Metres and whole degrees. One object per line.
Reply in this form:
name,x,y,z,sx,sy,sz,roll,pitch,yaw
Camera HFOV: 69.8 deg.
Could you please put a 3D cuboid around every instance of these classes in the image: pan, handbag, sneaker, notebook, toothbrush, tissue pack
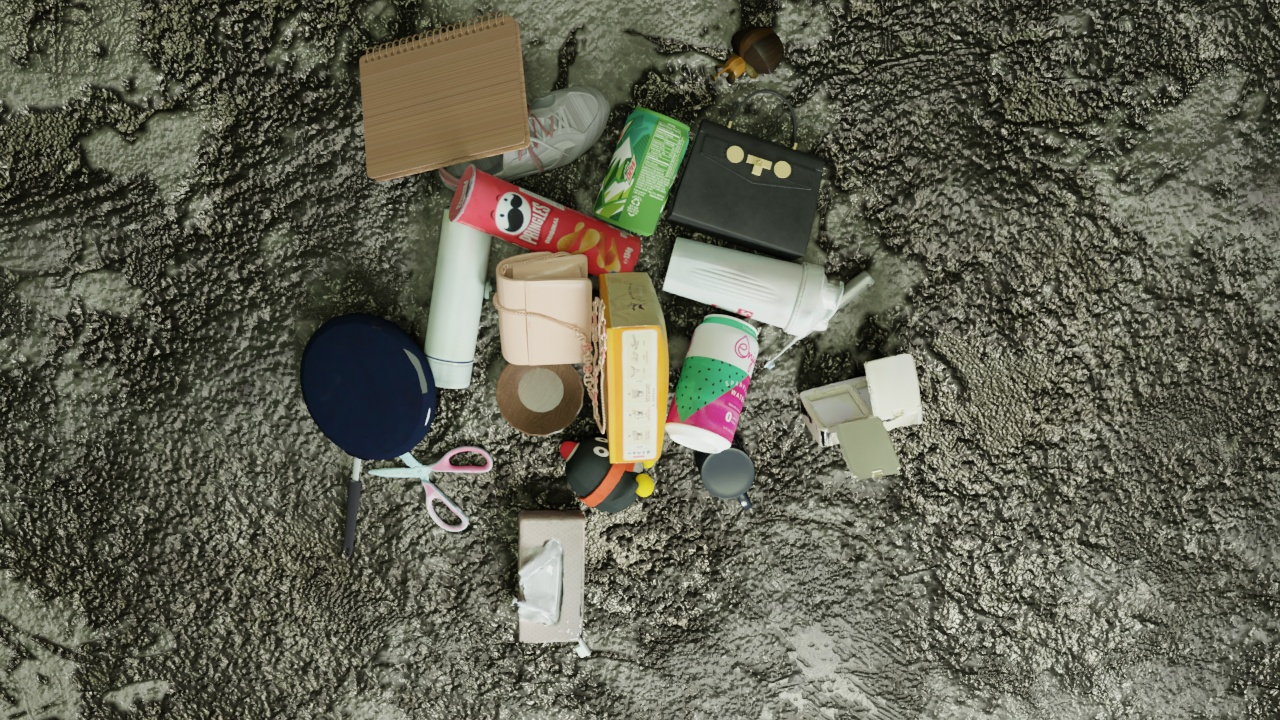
pan,-0.374,0.110,1.219,0.199,0.021,0.357,17,110,13
handbag,-0.111,-0.027,1.098,0.116,0.187,0.199,-6,140,-10
sneaker,-0.147,-0.274,1.135,0.236,0.089,0.099,-25,101,3
notebook,-0.239,-0.318,1.102,0.211,0.022,0.169,-9,82,17
toothbrush,-0.126,0.348,1.305,0.017,0.012,0.187,-30,101,7
tissue pack,-0.127,0.300,1.259,0.104,0.071,0.181,1,100,-11
toothbrush,0.236,-0.053,1.231,0.186,0.022,0.024,-41,84,5
handbag,0.146,-0.250,1.176,0.175,0.072,0.195,17,90,-6

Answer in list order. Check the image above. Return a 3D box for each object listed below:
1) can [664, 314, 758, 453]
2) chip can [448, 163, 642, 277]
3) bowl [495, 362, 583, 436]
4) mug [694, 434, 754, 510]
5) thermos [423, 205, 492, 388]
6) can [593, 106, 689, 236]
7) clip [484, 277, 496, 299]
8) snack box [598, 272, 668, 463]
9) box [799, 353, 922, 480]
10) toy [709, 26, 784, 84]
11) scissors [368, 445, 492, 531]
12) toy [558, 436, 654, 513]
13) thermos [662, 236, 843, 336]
can,0.094,0.030,1.184,0.088,0.088,0.165,20,75,-6
chip can,-0.115,-0.164,1.137,0.232,0.073,0.073,20,101,-25
bowl,-0.134,0.042,1.231,0.118,0.030,0.118,0,101,-2
mug,0.121,0.155,1.241,0.071,0.077,0.105,-30,101,4
thermos,-0.236,-0.080,1.184,0.068,0.068,0.230,10,102,-4
can,0.002,-0.236,1.152,0.083,0.083,0.144,20,100,-6
clip,-0.185,-0.092,1.179,0.047,0.076,0.023,6,101,-5
snack box,-0.007,0.007,1.145,0.080,0.145,0.196,-3,122,-4
box,0.294,0.058,1.156,0.143,0.194,0.101,-15,123,-5
toy,0.129,-0.374,1.141,0.100,0.063,0.076,-37,64,-9
scissors,-0.288,0.171,1.261,0.172,0.014,0.159,-1,101,-2
toy,-0.052,0.147,1.222,0.119,0.097,0.100,34,116,-17
thermos,0.143,-0.097,1.185,0.220,0.099,0.099,16,101,2
